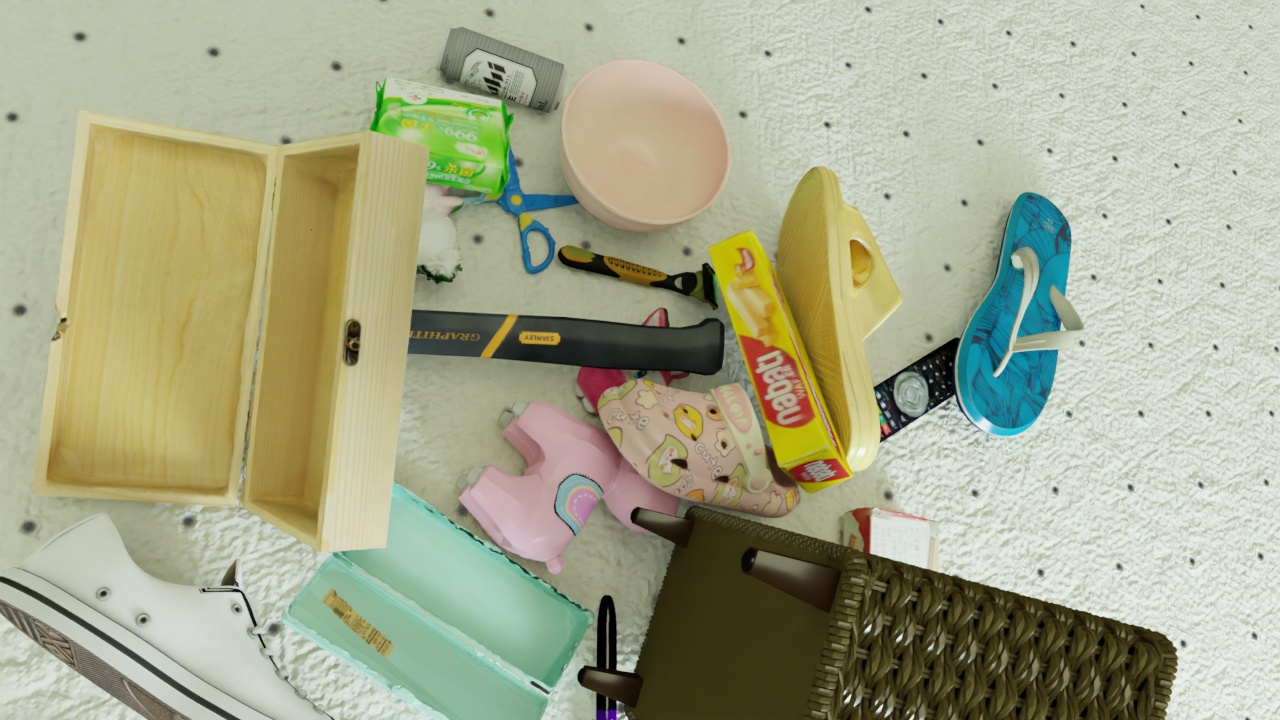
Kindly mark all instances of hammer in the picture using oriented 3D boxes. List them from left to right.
[{"bbox_3d":[-0.089,-0.024,0.688,0.312,0.035,0.139,3,95,-10],"label":"hammer"}]

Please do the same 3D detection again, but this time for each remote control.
[{"bbox_3d":[0.251,0.027,0.839,0.140,0.021,0.045,-27,90,-26],"label":"remote control"}]

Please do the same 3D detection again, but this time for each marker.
[{"bbox_3d":[-0.026,0.241,0.673,0.018,0.015,0.133,7,70,-21],"label":"marker"}]

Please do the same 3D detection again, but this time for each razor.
[{"bbox_3d":[-0.001,-0.076,0.784,0.144,0.021,0.044,12,51,-17],"label":"razor"}]

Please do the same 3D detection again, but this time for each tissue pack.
[{"bbox_3d":[-0.159,-0.182,0.737,0.114,0.034,0.099,7,48,-15],"label":"tissue pack"}]

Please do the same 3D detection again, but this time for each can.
[{"bbox_3d":[-0.118,-0.249,0.787,0.106,0.044,0.044,16,68,-14],"label":"can"}]

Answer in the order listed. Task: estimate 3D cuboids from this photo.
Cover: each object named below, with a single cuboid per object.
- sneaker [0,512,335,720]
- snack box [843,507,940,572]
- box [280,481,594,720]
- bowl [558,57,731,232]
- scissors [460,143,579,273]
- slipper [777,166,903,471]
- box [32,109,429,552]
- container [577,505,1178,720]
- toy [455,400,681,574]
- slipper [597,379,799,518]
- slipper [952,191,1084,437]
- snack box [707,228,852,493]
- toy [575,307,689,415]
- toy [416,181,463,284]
[{"bbox_3d":[-0.266,0.180,0.576,0.245,0.091,0.096,35,50,-4],"label":"sneaker"},{"bbox_3d":[0.196,0.258,0.733,0.076,0.044,0.272,14,69,-21],"label":"snack box"},{"bbox_3d":[-0.135,0.181,0.635,0.187,0.055,0.138,36,48,-5],"label":"box"},{"bbox_3d":[-0.005,-0.171,0.784,0.153,0.076,0.152,6,72,-18],"label":"bowl"},{"bbox_3d":[-0.108,-0.131,0.771,0.126,0.013,0.125,-3,75,-24],"label":"scissors"},{"bbox_3d":[0.176,-0.035,0.794,0.078,0.100,0.263,0,77,-22],"label":"slipper"},{"bbox_3d":[-0.255,-0.023,0.595,0.253,0.118,0.247,8,90,8],"label":"box"},{"bbox_3d":[0.097,0.191,0.551,0.205,0.321,0.176,20,82,-10],"label":"container"},{"bbox_3d":[-0.047,0.099,0.686,0.157,0.067,0.123,35,66,-11],"label":"toy"},{"bbox_3d":[0.061,0.060,0.695,0.197,0.082,0.093,26,25,-33],"label":"slipper"},{"bbox_3d":[0.381,-0.051,0.883,0.118,0.060,0.294,37,60,-20],"label":"slipper"},{"bbox_3d":[0.110,0.000,0.735,0.042,0.092,0.200,-22,62,14],"label":"snack box"},{"bbox_3d":[-0.004,0.004,0.744,0.102,0.050,0.065,-32,90,-20],"label":"toy"},{"bbox_3d":[-0.180,-0.110,0.722,0.095,0.041,0.108,14,63,-12],"label":"toy"}]
